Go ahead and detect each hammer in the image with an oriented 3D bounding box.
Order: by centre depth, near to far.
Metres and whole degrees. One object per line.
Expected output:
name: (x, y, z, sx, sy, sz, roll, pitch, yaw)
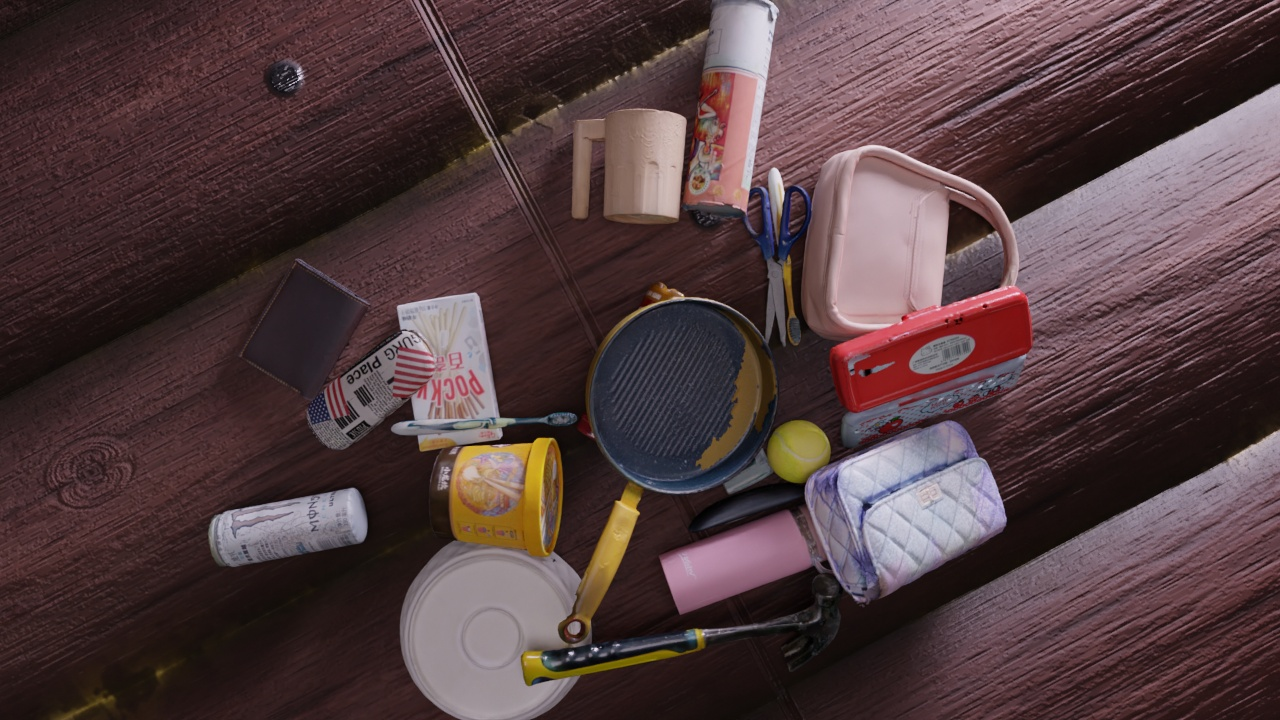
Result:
hammer: (0.043, 0.288, 0.926, 0.323, 0.031, 0.126, -8, 130, -5)

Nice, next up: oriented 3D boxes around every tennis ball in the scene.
tennis ball: (0.165, 0.095, 0.955, 0.065, 0.065, 0.065, 0, 90, -2)

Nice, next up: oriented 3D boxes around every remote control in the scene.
remote control: (0.113, 0.149, 0.960, 0.136, 0.053, 0.024, -18, 90, -2)
remote control: (0.088, 0.072, 0.976, 0.056, 0.019, 0.135, -26, 91, -1)

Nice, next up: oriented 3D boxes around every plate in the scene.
plate: (-0.152, 0.284, 0.958, 0.205, 0.045, 0.205, 0, 89, -1)

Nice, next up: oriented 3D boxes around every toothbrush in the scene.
toothbrush: (-0.161, 0.065, 0.944, 0.191, 0.018, 0.016, -3, 91, -3)
toothbrush: (0.154, -0.111, 0.978, 0.016, 0.018, 0.191, -7, 90, -3)

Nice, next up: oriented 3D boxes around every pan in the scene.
pan: (0.007, 0.107, 0.901, 0.197, 0.078, 0.357, 29, 90, -17)

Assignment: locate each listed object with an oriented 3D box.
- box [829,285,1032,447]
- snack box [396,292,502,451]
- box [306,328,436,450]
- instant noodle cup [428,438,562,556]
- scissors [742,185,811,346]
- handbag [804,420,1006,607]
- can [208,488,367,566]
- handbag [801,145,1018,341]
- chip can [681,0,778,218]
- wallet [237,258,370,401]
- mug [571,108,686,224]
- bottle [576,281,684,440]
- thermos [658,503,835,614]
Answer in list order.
box: (0.295, 0.015, 0.929, 0.201, 0.058, 0.161, -20, 132, 0)
snack box: (-0.200, 0.012, 0.966, 0.084, 0.027, 0.157, -9, 90, -1)
box: (-0.276, 0.030, 0.947, 0.164, 0.052, 0.068, -35, 73, 15)
instant noodle cup: (-0.144, 0.136, 0.927, 0.114, 0.118, 0.118, 1, 90, 7)
scissors: (0.134, -0.103, 0.973, 0.133, 0.012, 0.173, 36, 114, 24)
handbag: (0.267, 0.145, 0.916, 0.193, 0.076, 0.134, -18, 85, -28)
can: (-0.361, 0.172, 0.946, 0.146, 0.058, 0.058, -10, 90, -1)
handbag: (0.290, -0.110, 0.959, 0.234, 0.093, 0.193, 6, 89, -9)
chip can: (0.092, -0.259, 0.950, 0.071, 0.071, 0.214, 8, 90, -2)
wallet: (-0.355, -0.032, 0.966, 0.096, 0.020, 0.122, 31, 90, 4)
mug: (-0.015, -0.198, 0.950, 0.125, 0.084, 0.103, 3, 91, 23)
bottle: (-0.006, 0.006, 0.954, 0.057, 0.057, 0.175, 31, 89, -1)
thermos: (0.125, 0.208, 0.948, 0.198, 0.067, 0.087, -18, 51, -1)
